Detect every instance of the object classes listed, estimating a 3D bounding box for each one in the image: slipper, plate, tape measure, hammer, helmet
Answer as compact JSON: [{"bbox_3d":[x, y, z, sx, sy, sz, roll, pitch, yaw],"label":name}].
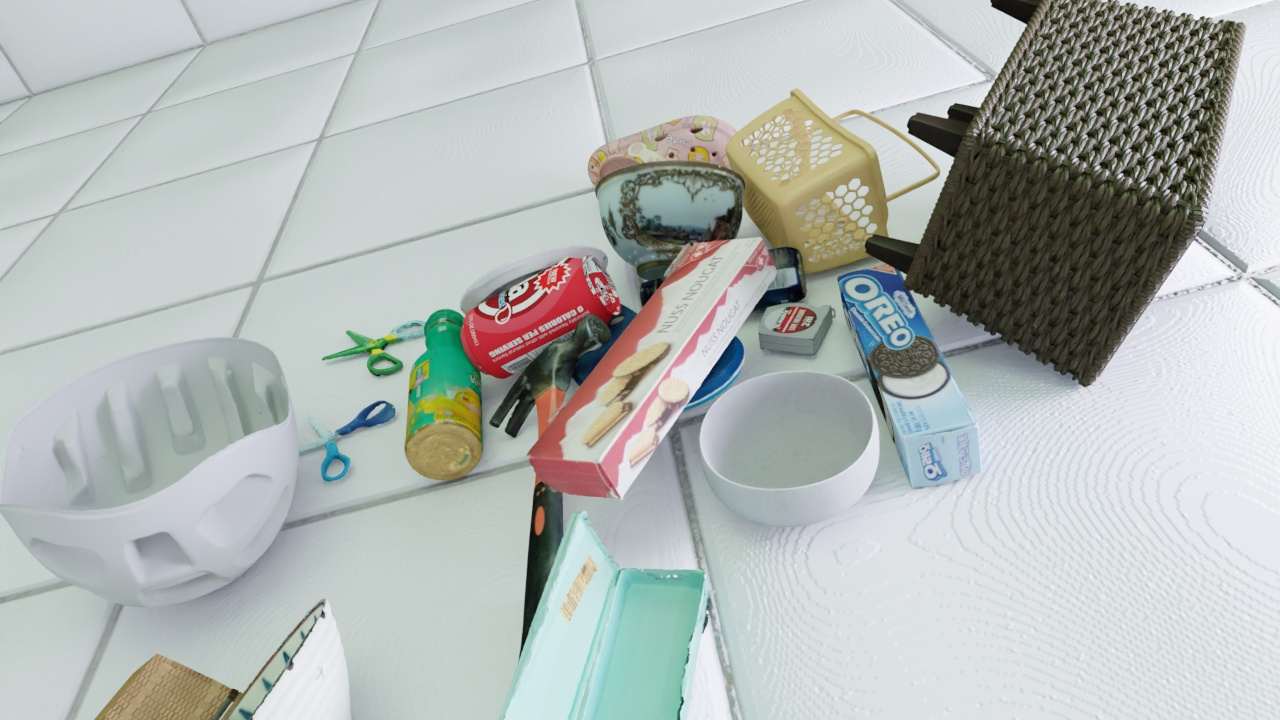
[{"bbox_3d":[-0.005,0.005,0.838,0.118,0.060,0.295,-35,27,-15],"label":"slipper"},{"bbox_3d":[-0.105,-0.071,0.923,0.157,0.157,0.014,-20,76,-4],"label":"plate"},{"bbox_3d":[0.142,-0.030,0.850,0.062,0.020,0.060,6,37,27],"label":"tape measure"},{"bbox_3d":[-0.074,0.110,0.714,0.133,0.033,0.332,-37,35,27],"label":"hammer"},{"bbox_3d":[-0.411,0.078,0.786,0.223,0.184,0.282,-16,47,-23],"label":"helmet"},{"bbox_3d":[0.028,-0.232,1.110,0.197,0.093,0.081,-7,48,14],"label":"slipper"}]

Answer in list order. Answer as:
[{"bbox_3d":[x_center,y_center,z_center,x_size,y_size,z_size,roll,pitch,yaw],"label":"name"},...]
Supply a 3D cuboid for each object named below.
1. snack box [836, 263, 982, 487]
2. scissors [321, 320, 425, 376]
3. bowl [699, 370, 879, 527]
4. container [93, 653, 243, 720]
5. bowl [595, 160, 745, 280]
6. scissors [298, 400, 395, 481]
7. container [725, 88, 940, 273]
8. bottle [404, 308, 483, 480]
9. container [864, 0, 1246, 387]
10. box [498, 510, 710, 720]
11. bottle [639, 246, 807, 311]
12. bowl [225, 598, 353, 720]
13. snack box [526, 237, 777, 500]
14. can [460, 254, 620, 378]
[{"bbox_3d":[0.214,0.003,0.749,0.059,0.059,0.226,-15,36,9],"label":"snack box"},{"bbox_3d":[-0.289,-0.020,1.020,0.121,0.012,0.128,-38,42,-28],"label":"scissors"},{"bbox_3d":[0.113,0.073,0.691,0.132,0.064,0.131,-11,37,8],"label":"bowl"},{"bbox_3d":[-0.320,0.239,0.607,0.114,0.061,0.063,-35,19,45],"label":"container"},{"bbox_3d":[0.032,-0.134,0.953,0.160,0.160,0.094,-4,80,17],"label":"bowl"},{"bbox_3d":[-0.296,0.074,0.902,0.128,0.014,0.127,-40,38,-22],"label":"scissors"},{"bbox_3d":[0.198,-0.192,0.949,0.167,0.129,0.183,-27,38,-1],"label":"container"},{"bbox_3d":[-0.186,0.022,0.876,0.068,0.068,0.209,-17,36,1],"label":"bottle"},{"bbox_3d":[0.344,-0.173,0.774,0.205,0.177,0.319,25,50,16],"label":"container"},{"bbox_3d":[-0.017,0.190,0.577,0.078,0.110,0.186,-19,30,28],"label":"box"},{"bbox_3d":[0.080,-0.072,0.899,0.161,0.056,0.056,-9,37,14],"label":"bottle"},{"bbox_3d":[-0.227,0.244,0.575,0.177,0.071,0.177,-49,11,13],"label":"bowl"},{"bbox_3d":[0.016,-0.006,0.719,0.077,0.044,0.272,0,41,40],"label":"snack box"},{"bbox_3d":[-0.095,-0.040,0.864,0.143,0.074,0.074,-26,33,18],"label":"can"}]
